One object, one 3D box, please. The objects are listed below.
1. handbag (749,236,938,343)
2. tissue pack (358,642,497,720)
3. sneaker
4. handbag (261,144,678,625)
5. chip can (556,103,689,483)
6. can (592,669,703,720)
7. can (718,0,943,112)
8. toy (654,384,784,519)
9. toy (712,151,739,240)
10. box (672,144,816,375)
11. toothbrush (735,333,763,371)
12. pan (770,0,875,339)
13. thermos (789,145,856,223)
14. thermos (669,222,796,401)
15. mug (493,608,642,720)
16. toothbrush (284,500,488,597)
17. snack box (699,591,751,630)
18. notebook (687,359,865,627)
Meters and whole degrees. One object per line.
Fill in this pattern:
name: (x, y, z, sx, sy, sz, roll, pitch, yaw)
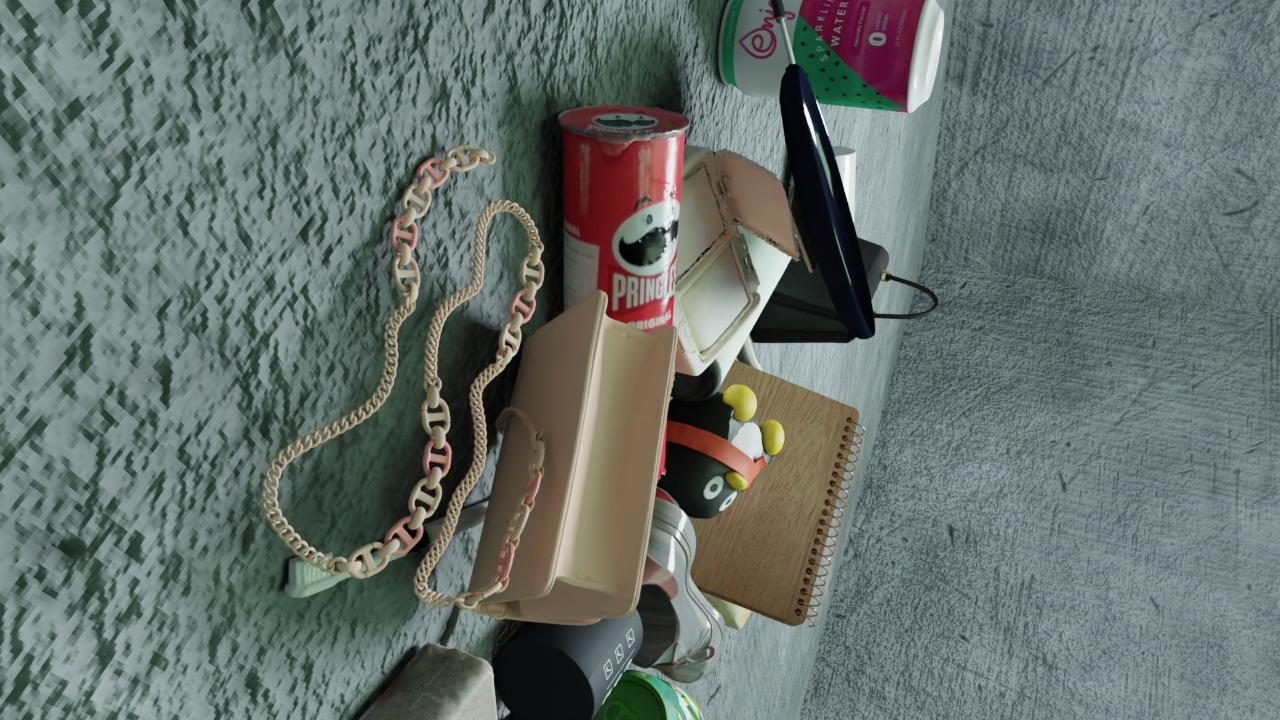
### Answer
handbag: (0.207, -0.076, 0.949, 0.175, 0.196, 0.072, -52, 148, -51)
tissue pack: (-0.107, 0.252, 0.481, 0.103, 0.071, 0.182, -49, 149, -55)
sneaker: (0.009, 0.211, 0.730, 0.236, 0.099, 0.089, 74, 32, -41)
handbag: (-0.083, 0.023, 0.449, 0.187, 0.117, 0.198, 24, 64, -29)
chip can: (-0.013, -0.030, 0.557, 0.073, 0.073, 0.233, -47, 144, -55)
can: (0.003, 0.314, 0.786, 0.144, 0.083, 0.083, 60, 46, -62)
can: (0.153, -0.253, 0.741, 0.088, 0.166, 0.088, 13, 89, -70)
toy: (0.049, 0.083, 0.761, 0.097, 0.100, 0.119, 46, 63, -43)
toy: (0.053, -0.112, 0.716, 0.076, 0.062, 0.100, -23, 136, -41)
box: (0.086, -0.092, 0.638, 0.193, 0.101, 0.143, -48, 133, -26)
toothbrush: (0.115, 0.011, 0.928, 0.024, 0.022, 0.186, -32, 121, -11)
pan: (0.113, -0.187, 0.656, 0.198, 0.021, 0.356, -22, 97, -72)
thermos: (0.214, -0.141, 1.095, 0.099, 0.099, 0.221, -43, 137, -58)
thermos: (0.075, -0.056, 0.796, 0.229, 0.068, 0.068, -55, 150, -48)
mug: (-0.054, 0.203, 0.606, 0.105, 0.071, 0.077, -57, 171, 28)
toothbrush: (-0.107, 0.084, 0.455, 0.186, 0.012, 0.017, -7, 105, -69)
snack box: (0.104, 0.146, 0.907, 0.194, 0.081, 0.145, -58, 145, -26)
notebook: (0.103, 0.113, 0.827, 0.022, 0.169, 0.210, 115, -4, -67)
